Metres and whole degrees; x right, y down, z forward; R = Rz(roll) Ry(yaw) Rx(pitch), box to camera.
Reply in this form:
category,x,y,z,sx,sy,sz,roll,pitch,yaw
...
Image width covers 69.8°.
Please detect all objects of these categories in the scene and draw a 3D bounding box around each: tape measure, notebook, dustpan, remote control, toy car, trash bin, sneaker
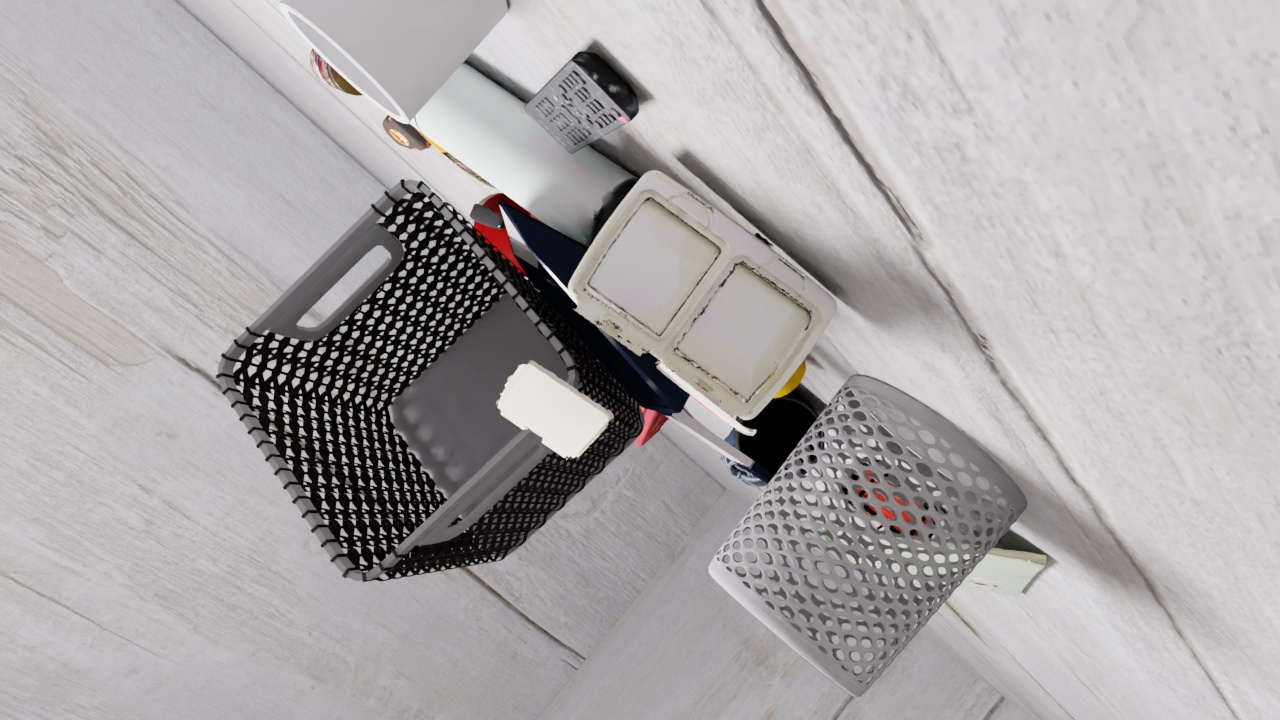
category,x,y,z,sx,sy,sz,roll,pitch,yaw
tape measure,-0.288,-0.292,1.147,0.058,0.038,0.059,42,161,-28
notebook,0.273,0.192,0.871,0.182,0.010,0.252,6,162,19
dustpan,-0.001,-0.002,0.713,0.273,0.080,0.236,28,176,-4
remote control,-0.037,-0.157,0.561,0.047,0.022,0.150,42,173,-17
toy car,0.244,0.140,0.900,0.100,0.051,0.049,39,172,16
trash bin,0.160,0.131,0.678,0.156,0.183,0.156,40,175,4
sneaker,0.152,0.119,1.177,0.089,0.087,0.235,41,175,-3

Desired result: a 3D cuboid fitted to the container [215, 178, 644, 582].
category,x,y,z,sx,sy,sz,roll,pitch,yaw
container,-0.167,0.034,0.839,0.245,0.247,0.243,49,-175,20

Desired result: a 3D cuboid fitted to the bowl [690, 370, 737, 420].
category,x,y,z,sx,sy,sz,roll,pitch,yaw
bowl,0.076,0.019,1.105,0.130,0.045,0.130,40,175,4

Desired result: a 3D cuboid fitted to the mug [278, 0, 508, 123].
category,x,y,z,sx,sy,sz,roll,pitch,yaw
mug,-0.150,-0.211,0.521,0.121,0.090,0.091,42,175,-18

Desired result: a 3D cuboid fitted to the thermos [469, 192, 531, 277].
category,x,y,z,sx,sy,sz,roll,pitch,yaw
thermos,-0.124,-0.134,0.991,0.108,0.084,0.199,23,-176,-36

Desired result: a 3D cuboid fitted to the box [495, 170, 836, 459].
category,x,y,z,sx,sy,sz,roll,pitch,yaw
box,0.009,0.002,0.526,0.143,0.187,0.105,34,-169,0

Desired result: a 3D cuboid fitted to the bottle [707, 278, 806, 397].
category,x,y,z,sx,sy,sz,roll,pitch,yaw
bottle,0.073,-0.029,0.729,0.143,0.043,0.043,43,175,-26

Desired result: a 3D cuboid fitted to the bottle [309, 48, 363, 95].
category,x,y,z,sx,sy,sz,roll,pitch,yaw
bottle,-0.321,-0.322,0.999,0.056,0.056,0.105,44,174,-36

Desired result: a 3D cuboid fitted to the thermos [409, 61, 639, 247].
category,x,y,z,sx,sy,sz,roll,pitch,yaw
thermos,-0.097,-0.162,0.694,0.230,0.068,0.068,37,174,24

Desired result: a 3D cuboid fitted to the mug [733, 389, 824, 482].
category,x,y,z,sx,sy,sz,roll,pitch,yaw
mug,0.128,0.052,0.905,0.100,0.085,0.119,-70,-40,-82

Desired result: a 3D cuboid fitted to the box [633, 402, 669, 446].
category,x,y,z,sx,sy,sz,roll,pitch,yaw
box,-0.004,0.004,1.021,0.129,0.087,0.158,47,151,15

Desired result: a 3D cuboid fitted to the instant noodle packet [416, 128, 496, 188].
category,x,y,z,sx,sy,sz,roll,pitch,yaw
instant noodle packet,-0.183,-0.227,0.942,0.160,0.032,0.221,40,175,-23

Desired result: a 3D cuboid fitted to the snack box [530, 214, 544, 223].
category,x,y,z,sx,sy,sz,roll,pitch,yaw
snack box,-0.048,-0.108,0.773,0.072,0.072,0.121,40,176,6
